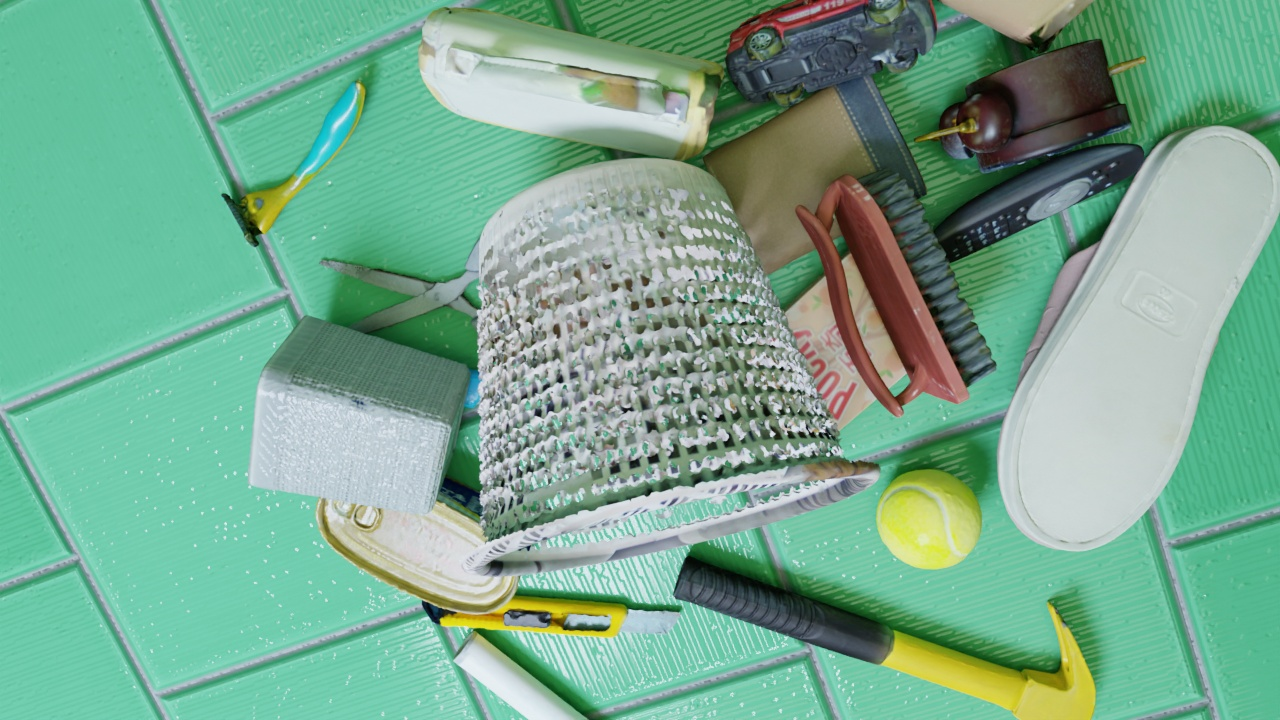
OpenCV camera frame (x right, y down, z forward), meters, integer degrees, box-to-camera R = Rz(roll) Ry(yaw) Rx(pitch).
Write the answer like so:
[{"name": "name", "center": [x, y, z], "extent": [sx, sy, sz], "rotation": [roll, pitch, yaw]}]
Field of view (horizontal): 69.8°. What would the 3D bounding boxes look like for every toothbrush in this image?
[{"name": "toothbrush", "center": [-0.045, 0.279, 0.683], "extent": [0.221, 0.026, 0.027], "rotation": [39, 142, -4]}]

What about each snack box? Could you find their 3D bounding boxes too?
[{"name": "snack box", "center": [0.124, -0.005, 0.601], "extent": [0.157, 0.026, 0.084], "rotation": [-43, 96, 13]}]

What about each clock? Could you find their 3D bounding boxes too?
[{"name": "clock", "center": [0.220, -0.142, 0.531], "extent": [0.122, 0.082, 0.055], "rotation": [-16, 96, 7]}]

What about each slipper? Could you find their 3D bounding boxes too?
[{"name": "slipper", "center": [0.300, -0.013, 0.566], "extent": [0.114, 0.054, 0.274], "rotation": [22, 93, -3]}]

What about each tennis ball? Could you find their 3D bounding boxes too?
[{"name": "tennis ball", "center": [0.188, 0.103, 0.600], "extent": [0.065, 0.065, 0.065], "rotation": [1, 103, 5]}]

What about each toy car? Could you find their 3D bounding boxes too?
[{"name": "toy car", "center": [0.110, -0.189, 0.536], "extent": [0.121, 0.053, 0.045], "rotation": [-7, 62, 24]}]

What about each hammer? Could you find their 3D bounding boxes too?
[{"name": "hammer", "center": [0.170, 0.198, 0.641], "extent": [0.301, 0.032, 0.129], "rotation": [18, 104, 1]}]

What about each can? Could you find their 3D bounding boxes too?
[{"name": "can", "center": [-0.149, 0.120, 0.644], "extent": [0.148, 0.049, 0.075], "rotation": [25, 104, -1]}]

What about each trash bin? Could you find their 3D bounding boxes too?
[{"name": "trash bin", "center": [-0.003, 0.004, 0.518], "extent": [0.228, 0.227, 0.192], "rotation": [-16, 74, 9]}]

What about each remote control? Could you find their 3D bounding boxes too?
[{"name": "remote control", "center": [0.232, -0.097, 0.557], "extent": [0.137, 0.053, 0.024], "rotation": [-26, 66, 17]}]

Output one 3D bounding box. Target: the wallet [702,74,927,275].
[{"name": "wallet", "center": [0.108, -0.117, 0.574], "extent": [0.115, 0.033, 0.090], "rotation": [-28, 96, 12]}]

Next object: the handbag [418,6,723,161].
[{"name": "handbag", "center": [-0.039, -0.149, 0.506], "extent": [0.163, 0.178, 0.063], "rotation": [12, 109, 1]}]

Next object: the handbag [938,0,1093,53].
[{"name": "handbag", "center": [0.186, -0.271, 0.495], "extent": [0.204, 0.099, 0.148], "rotation": [27, 106, 3]}]

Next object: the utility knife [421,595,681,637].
[{"name": "utility knife", "center": [-0.067, 0.185, 0.669], "extent": [0.192, 0.015, 0.033], "rotation": [3, 106, 5]}]

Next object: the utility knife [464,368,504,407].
[{"name": "utility knife", "center": [-0.169, 0.012, 0.637], "extent": [0.162, 0.018, 0.034], "rotation": [8, 103, 2]}]

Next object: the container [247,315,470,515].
[{"name": "container", "center": [-0.177, 0.038, 0.593], "extent": [0.114, 0.090, 0.090], "rotation": [15, 118, -6]}]

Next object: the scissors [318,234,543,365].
[{"name": "scissors", "center": [-0.130, -0.044, 0.625], "extent": [0.179, 0.014, 0.159], "rotation": [-43, 94, 15]}]

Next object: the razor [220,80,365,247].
[{"name": "razor", "center": [-0.222, -0.133, 0.603], "extent": [0.133, 0.028, 0.043], "rotation": [-42, 65, 15]}]

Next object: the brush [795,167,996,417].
[{"name": "brush", "center": [0.145, -0.041, 0.541], "extent": [0.069, 0.063, 0.146], "rotation": [-28, 100, -3]}]
